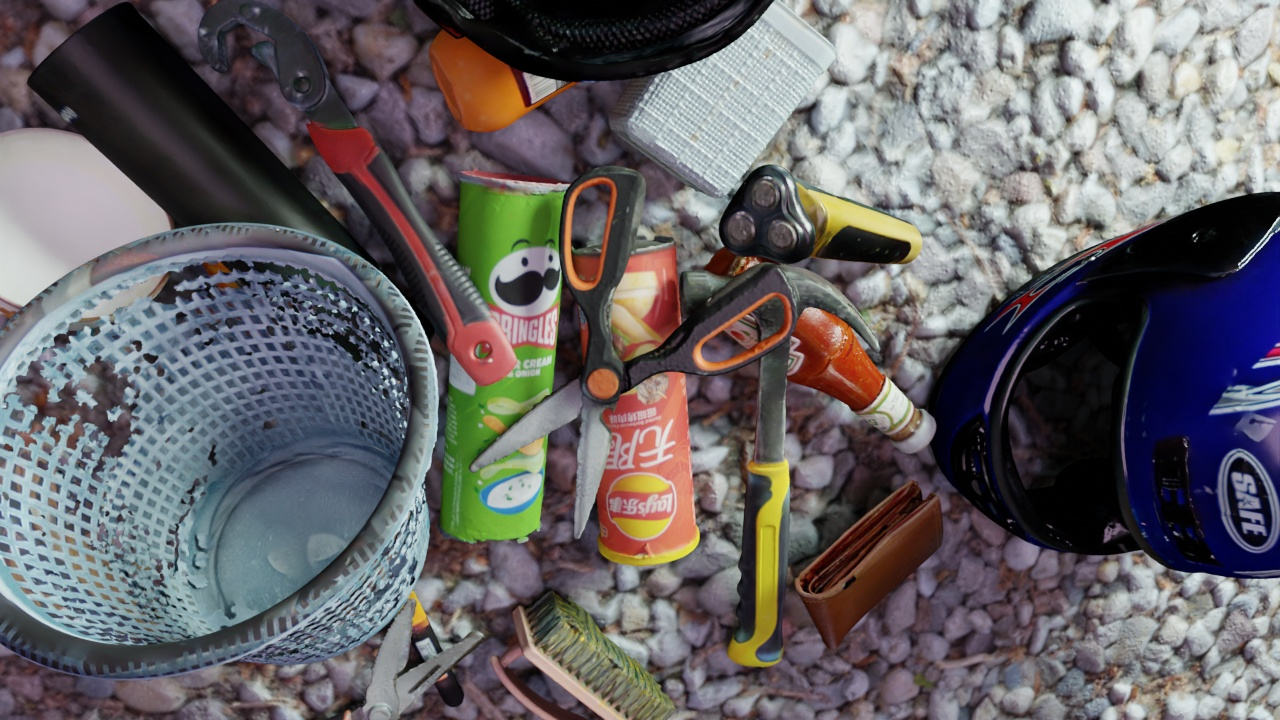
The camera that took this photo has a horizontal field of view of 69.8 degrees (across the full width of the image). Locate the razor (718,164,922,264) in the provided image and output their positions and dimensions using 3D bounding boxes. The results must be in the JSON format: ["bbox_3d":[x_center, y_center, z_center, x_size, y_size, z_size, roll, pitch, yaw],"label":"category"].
[{"bbox_3d":[0.127,-0.084,0.601,0.167,0.067,0.062,4,132,-39],"label":"razor"}]

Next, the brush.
[{"bbox_3d":[-0.039,0.238,0.671,0.073,0.063,0.145,-45,110,-2],"label":"brush"}]

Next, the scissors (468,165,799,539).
[{"bbox_3d":[-0.013,-0.008,0.551,0.221,0.021,0.229,-15,99,5],"label":"scissors"}]

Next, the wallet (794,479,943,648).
[{"bbox_3d":[0.173,0.154,0.682,0.124,0.032,0.101,-40,142,-7],"label":"wallet"}]

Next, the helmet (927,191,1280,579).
[{"bbox_3d":[0.383,0.029,0.612,0.315,0.240,0.247,-27,107,-3],"label":"helmet"}]

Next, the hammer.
[{"bbox_3d":[0.091,0.087,0.638,0.126,0.031,0.324,-1,118,2],"label":"hammer"}]

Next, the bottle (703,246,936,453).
[{"bbox_3d":[0.128,-0.003,0.643,0.206,0.060,0.060,38,94,-18],"label":"bottle"}]

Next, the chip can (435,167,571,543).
[{"bbox_3d":[-0.090,0.000,0.592,0.072,0.072,0.236,4,104,-13],"label":"chip can"}]

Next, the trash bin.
[{"bbox_3d":[-0.208,0.072,0.501,0.226,0.195,0.226,0,62,-1],"label":"trash bin"}]

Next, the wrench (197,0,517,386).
[{"bbox_3d":[-0.161,-0.100,0.539,0.056,0.016,0.273,-38,92,4],"label":"wrench"}]

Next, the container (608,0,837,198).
[{"bbox_3d":[0.043,-0.169,0.567,0.090,0.090,0.111,33,99,-17],"label":"container"}]

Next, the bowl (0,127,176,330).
[{"bbox_3d":[-0.331,-0.065,0.517,0.062,0.113,0.113,-24,115,40],"label":"bowl"}]

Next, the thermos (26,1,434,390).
[{"bbox_3d":[-0.215,-0.086,0.524,0.242,0.090,0.068,48,60,-25],"label":"thermos"}]

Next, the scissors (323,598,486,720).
[{"bbox_3d":[-0.198,0.271,0.664,0.189,0.015,0.226,-7,110,-7],"label":"scissors"}]

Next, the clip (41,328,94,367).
[{"bbox_3d":[-0.347,-0.023,0.562,0.038,0.013,0.055,25,98,-18],"label":"clip"}]

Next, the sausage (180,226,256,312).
[{"bbox_3d":[-0.271,-0.092,0.555,0.021,0.021,0.165,-25,109,-5],"label":"sausage"}]

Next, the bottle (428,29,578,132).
[{"bbox_3d":[-0.050,-0.192,0.557,0.149,0.067,0.067,-27,108,-11],"label":"bottle"}]

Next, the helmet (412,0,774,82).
[{"bbox_3d":[-0.030,-0.263,0.439,0.234,0.230,0.274,-32,96,13],"label":"helmet"}]

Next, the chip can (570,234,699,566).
[{"bbox_3d":[-0.002,0.027,0.617,0.073,0.073,0.217,-7,106,-10],"label":"chip can"}]

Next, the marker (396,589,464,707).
[{"bbox_3d":[-0.156,0.201,0.662,0.018,0.015,0.124,-21,110,-4],"label":"marker"}]

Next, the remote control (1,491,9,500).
[{"bbox_3d":[-0.434,0.065,0.562,0.049,0.024,0.125,-29,109,-3],"label":"remote control"}]
